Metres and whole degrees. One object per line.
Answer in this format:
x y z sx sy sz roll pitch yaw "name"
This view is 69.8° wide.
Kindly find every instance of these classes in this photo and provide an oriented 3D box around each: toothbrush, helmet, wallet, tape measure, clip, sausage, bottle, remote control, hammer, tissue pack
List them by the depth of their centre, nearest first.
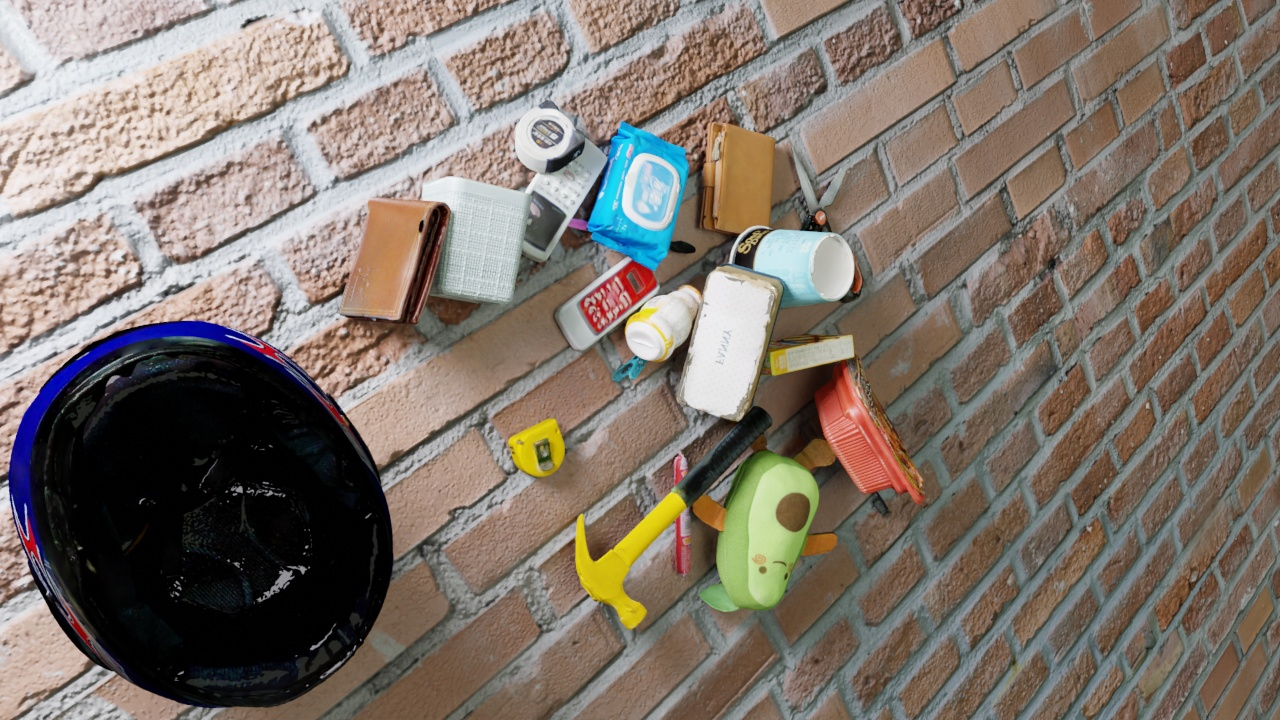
-0.338 0.107 0.709 0.246 0.241 0.316 -35 121 -27 "helmet"
-0.235 -0.094 0.863 0.032 0.101 0.124 25 75 -52 "wallet"
-0.101 -0.234 0.974 0.066 0.034 0.066 -38 83 -18 "tape measure"
-0.108 0.097 0.991 0.059 0.029 0.057 -25 105 -30 "tape measure"
-0.093 -0.180 0.997 0.058 0.021 0.149 35 72 -20 "remote control"
0.001 -0.189 1.034 0.095 0.052 0.157 21 73 -26 "tissue pack"
-0.036 -0.068 1.041 0.135 0.020 0.056 -39 112 -27 "remote control"
0.045 0.158 1.051 0.300 0.033 0.129 -42 84 -22 "hammer"
-0.017 -0.144 1.058 0.189 0.018 0.014 8 85 -30 "toothbrush"
-0.007 0.006 1.060 0.054 0.034 0.013 -46 117 -35 "clip"
0.031 -0.046 1.060 0.108 0.063 0.063 -44 114 -40 "bottle"
0.051 0.185 1.103 0.020 0.020 0.156 -2 92 -33 "sausage"
0.122 -0.219 1.134 0.107 0.031 0.132 4 89 -37 "wallet"
0.294 0.149 1.266 0.016 0.014 0.189 -39 112 -1 "toothbrush"

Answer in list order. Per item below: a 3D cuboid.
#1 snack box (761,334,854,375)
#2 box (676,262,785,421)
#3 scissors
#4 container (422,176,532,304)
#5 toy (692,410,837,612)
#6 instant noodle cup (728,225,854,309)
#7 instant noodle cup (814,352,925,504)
0.187 -0.008 1.148 0.140 0.087 0.034 -14 99 -32 "snack box"
0.105 -0.027 1.058 0.061 0.090 0.184 -31 139 -70 "box"
0.237 -0.167 1.216 0.234 0.022 0.221 -50 116 -21 "scissors"
-0.169 -0.116 0.914 0.089 0.090 0.111 7 90 -33 "container"
0.157 0.194 1.132 0.226 0.090 0.246 20 76 -22 "toy"
0.185 -0.108 1.095 0.111 0.121 0.111 -3 95 -38 "instant noodle cup"
0.291 0.093 1.191 0.079 0.164 0.189 -30 112 17 "instant noodle cup"
